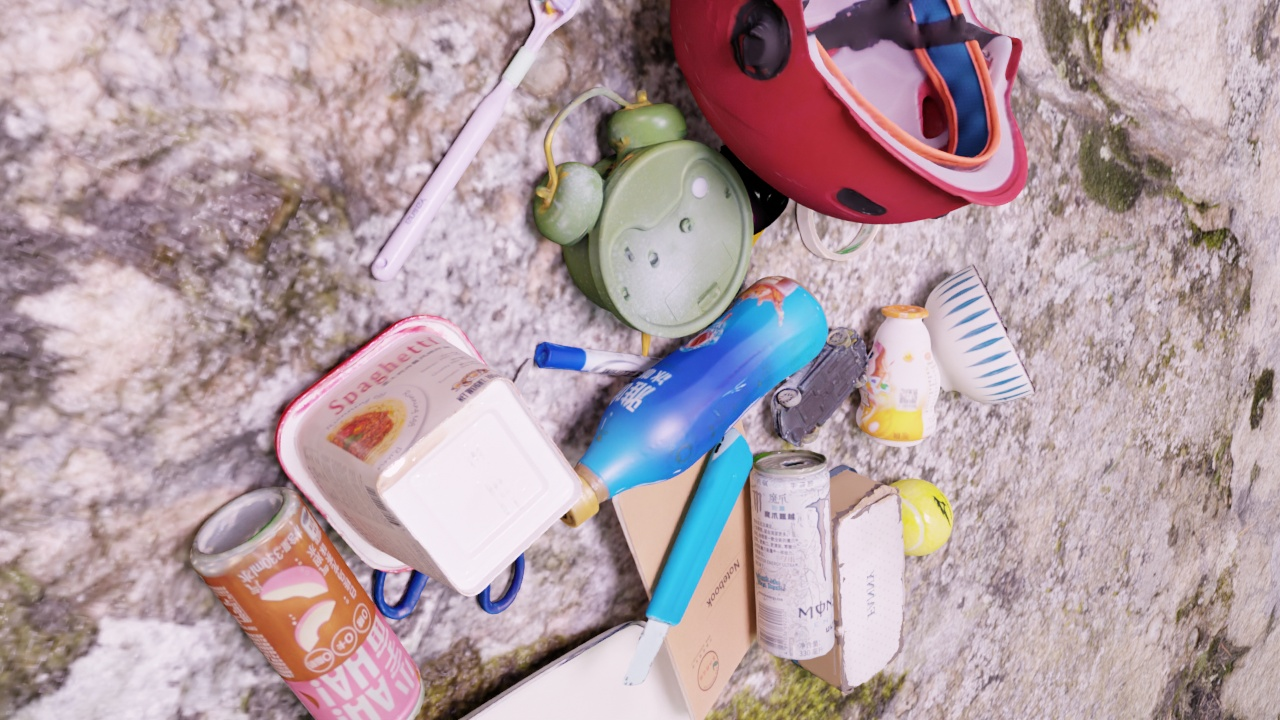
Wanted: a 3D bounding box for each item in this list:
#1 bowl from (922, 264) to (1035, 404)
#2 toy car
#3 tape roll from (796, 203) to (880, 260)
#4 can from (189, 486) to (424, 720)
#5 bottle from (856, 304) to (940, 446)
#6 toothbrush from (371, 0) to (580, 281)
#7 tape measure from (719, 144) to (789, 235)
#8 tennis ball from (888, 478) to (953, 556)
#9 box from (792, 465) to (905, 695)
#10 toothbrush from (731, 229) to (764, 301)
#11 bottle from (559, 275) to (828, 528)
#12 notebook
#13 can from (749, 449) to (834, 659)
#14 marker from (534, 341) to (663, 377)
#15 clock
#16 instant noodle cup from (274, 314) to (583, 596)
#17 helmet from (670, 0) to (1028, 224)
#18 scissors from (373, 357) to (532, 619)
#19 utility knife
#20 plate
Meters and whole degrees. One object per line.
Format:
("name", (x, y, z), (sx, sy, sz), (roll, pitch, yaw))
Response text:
("bowl", (0.270, -0.014, 0.760), (0.066, 0.116, 0.116), (-26, 129, 20))
("toy car", (0.134, 0.019, 0.699), (0.105, 0.031, 0.049), (-45, 124, -21))
("tape roll", (0.150, -0.118, 0.685), (0.085, 0.014, 0.086), (-11, 109, -35))
("can", (-0.169, 0.136, 0.478), (0.057, 0.058, 0.147), (-37, 122, -25))
("bottle", (0.207, 0.011, 0.732), (0.063, 0.063, 0.108), (-11, 109, -36))
("toothbrush", (-0.090, -0.123, 0.494), (0.189, 0.029, 0.021), (-60, 166, -7))
("tape measure", (0.069, -0.112, 0.595), (0.039, 0.058, 0.057), (-40, 81, -27))
("tennis ball", (0.233, 0.134, 0.785), (0.065, 0.065, 0.065), (-11, 109, -35))
("box", (0.167, 0.174, 0.751), (0.089, 0.061, 0.184), (-19, 111, -34))
("toothbrush", (0.103, -0.117, 0.645), (0.016, 0.018, 0.191), (41, 76, -39))
("bottle", (0.030, 0.025, 0.572), (0.218, 0.065, 0.065), (-38, 122, -29))
("notebook", (0.051, 0.134, 0.655), (0.147, 0.008, 0.208), (-43, 126, -42))
("can", (0.113, 0.143, 0.681), (0.058, 0.058, 0.147), (-11, 102, -36))
("marker", (-0.004, 0.003, 0.597), (0.145, 0.017, 0.017), (7, 98, -39))
("clock", (0.000, -0.087, 0.550), (0.116, 0.056, 0.161), (-47, 126, -19))
("instant noodle cup", (-0.101, 0.050, 0.457), (0.116, 0.124, 0.117), (-41, 116, -20))
("helmet", (0.109, -0.174, 0.532), (0.206, 0.144, 0.240), (-9, 79, -38))
("scissors", (-0.106, 0.083, 0.543), (0.160, 0.012, 0.163), (-34, 119, -27))
("utility knife", (0.032, 0.129, 0.606), (0.034, 0.018, 0.187), (47, 57, -31))
("plate", (-0.071, 0.272, 0.608), (0.265, 0.034, 0.162), (-25, 116, -30))
